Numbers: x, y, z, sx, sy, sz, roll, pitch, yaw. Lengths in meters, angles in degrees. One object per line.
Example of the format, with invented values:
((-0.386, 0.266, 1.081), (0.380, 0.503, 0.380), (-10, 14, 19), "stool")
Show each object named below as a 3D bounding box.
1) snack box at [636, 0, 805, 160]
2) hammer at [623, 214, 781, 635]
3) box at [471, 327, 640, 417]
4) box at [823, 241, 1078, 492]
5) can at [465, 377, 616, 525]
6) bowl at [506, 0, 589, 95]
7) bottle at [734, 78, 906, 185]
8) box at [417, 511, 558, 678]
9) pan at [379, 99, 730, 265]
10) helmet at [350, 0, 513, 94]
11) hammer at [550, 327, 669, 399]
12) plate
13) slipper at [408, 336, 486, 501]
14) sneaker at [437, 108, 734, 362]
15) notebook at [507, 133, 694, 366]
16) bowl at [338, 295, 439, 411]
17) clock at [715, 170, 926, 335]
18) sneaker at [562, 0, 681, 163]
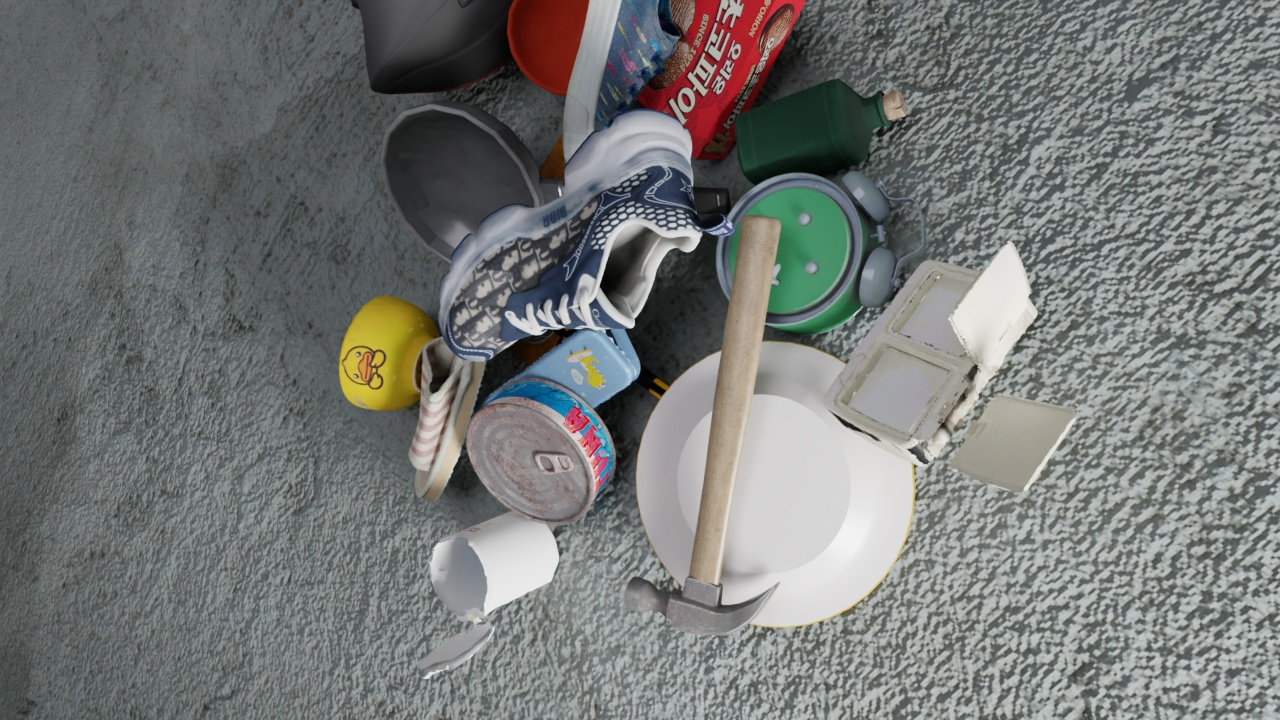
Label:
((0.054, -0.278, 0.798), (0.132, 0.035, 0.152), (52, 134, 27), "snack box")
((0.068, 0.054, 0.714), (0.119, 0.030, 0.331), (11, 95, 25), "hammer")
((-0.084, 0.032, 0.821), (0.210, 0.049, 0.066), (-33, 84, 44), "box")
((0.207, -0.007, 0.621), (0.145, 0.095, 0.186), (-55, 17, -6), "box")
((-0.089, 0.082, 0.815), (0.130, 0.044, 0.130), (15, 127, 21), "can")
((-0.067, -0.318, 0.893), (0.122, 0.035, 0.122), (-1, 99, -4), "bowl")
((0.148, -0.187, 0.747), (0.131, 0.061, 0.061), (-14, 72, 29), "bottle")
((-0.139, 0.200, 0.805), (0.085, 0.162, 0.112), (-17, 85, 34), "box")
((-0.084, -0.156, 0.839), (0.358, 0.041, 0.179), (8, 130, 27), "pan")
((-0.187, -0.375, 0.922), (0.170, 0.164, 0.265), (39, 95, -13), "helmet")
((-0.005, 0.005, 0.813), (0.320, 0.036, 0.123), (37, 102, 24), "hammer")
((0.099, 0.097, 0.732), (0.230, 0.021, 0.229), (-2, 86, 23), "plate")
((-0.180, 0.010, 0.867), (0.115, 0.052, 0.263), (-121, 49, -64), "slipper")
((-0.051, -0.065, 0.723), (0.270, 0.103, 0.132), (-38, 57, 21), "sneaker")
((-0.068, -0.099, 0.893), (0.178, 0.014, 0.249), (40, 103, 30), "notebook")
((-0.241, -0.002, 0.928), (0.068, 0.117, 0.117), (14, 89, 17), "bowl")
((0.142, -0.088, 0.725), (0.162, 0.075, 0.121), (-13, 76, 30), "clock")
((-0.009, -0.268, 0.802), (0.079, 0.087, 0.236), (21, 126, 6), "sneaker")
